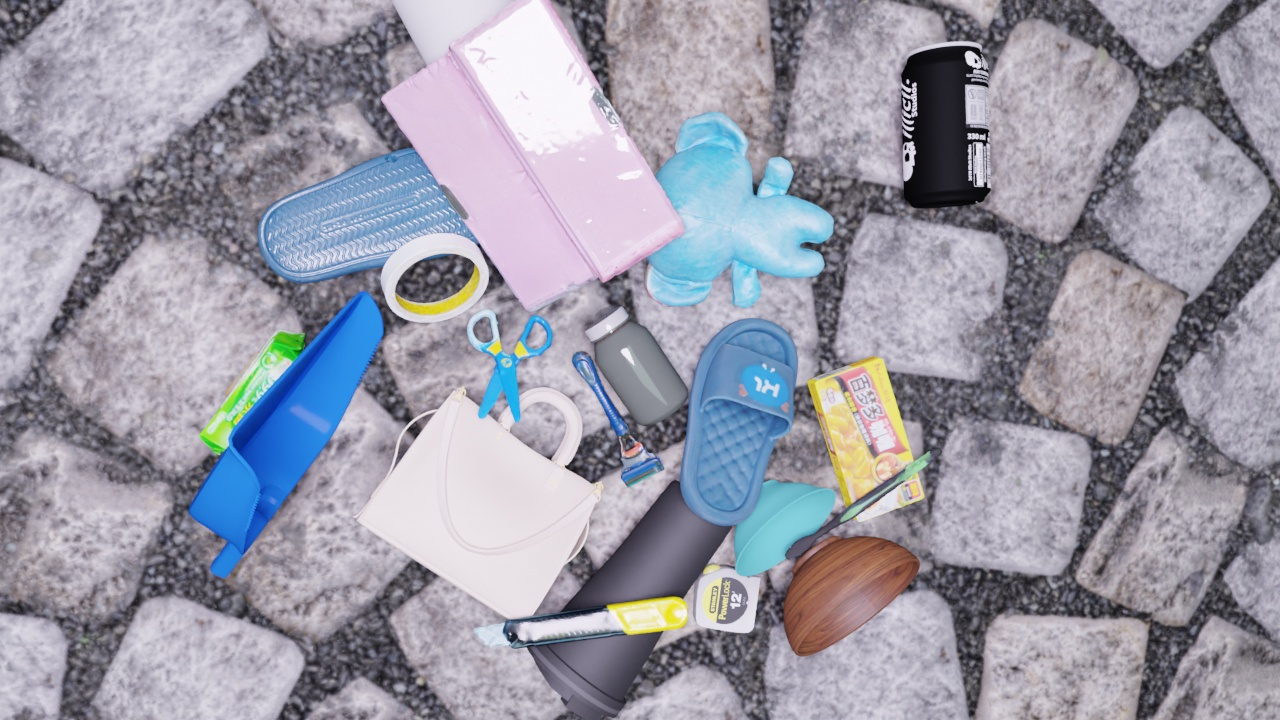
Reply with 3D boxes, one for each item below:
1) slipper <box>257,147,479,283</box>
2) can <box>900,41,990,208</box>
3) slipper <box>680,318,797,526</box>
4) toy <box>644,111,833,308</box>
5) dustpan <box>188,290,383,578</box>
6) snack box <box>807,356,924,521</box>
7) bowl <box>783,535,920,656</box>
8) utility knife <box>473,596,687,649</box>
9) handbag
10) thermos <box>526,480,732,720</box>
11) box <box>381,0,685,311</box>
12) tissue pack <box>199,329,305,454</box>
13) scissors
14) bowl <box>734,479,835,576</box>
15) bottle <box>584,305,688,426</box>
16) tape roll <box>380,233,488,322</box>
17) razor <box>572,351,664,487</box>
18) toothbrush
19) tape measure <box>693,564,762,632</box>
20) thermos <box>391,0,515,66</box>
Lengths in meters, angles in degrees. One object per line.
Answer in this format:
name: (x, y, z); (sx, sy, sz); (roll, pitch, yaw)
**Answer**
slipper: (-0.234, -0.129, 0.826); (0.213, 0.059, 0.104); (-18, 90, -20)
can: (0.295, -0.224, 0.887); (0.080, 0.080, 0.146); (-3, 94, -9)
slipper: (0.094, 0.050, 0.858); (0.104, 0.059, 0.213); (26, 64, -12)
toy: (0.087, -0.128, 0.850); (0.181, 0.114, 0.183); (15, 100, 12)
dustpan: (-0.319, 0.093, 0.777); (0.059, 0.245, 0.258); (37, 117, -13)
snack box: (0.227, 0.079, 0.923); (0.075, 0.025, 0.152); (-19, 96, -7)
bowl: (0.190, 0.213, 0.888); (0.147, 0.147, 0.069); (-34, 59, -5)
utility knife: (-0.051, 0.229, 0.798); (0.186, 0.020, 0.028); (-4, 78, -8)
handbag: (-0.130, 0.110, 0.846); (0.194, 0.101, 0.197); (36, 76, -9)
thermos: (-0.006, 0.221, 0.863); (0.106, 0.106, 0.218); (39, 82, -9)
box: (-0.091, -0.164, 0.775); (0.180, 0.050, 0.233); (-29, 109, 17)
tissue pack: (-0.336, 0.023, 0.801); (0.034, 0.099, 0.114); (36, 88, -20)
scissors: (-0.132, 0.002, 0.838); (0.097, 0.020, 0.132); (18, 54, 3)
bowl: (0.127, 0.151, 0.889); (0.121, 0.121, 0.046); (-37, 58, -5)
bottle: (-0.005, 0.005, 0.866); (0.060, 0.060, 0.108); (-35, 98, -5)
tape roll: (-0.184, -0.073, 0.823); (0.094, 0.094, 0.019); (-23, 56, -7)
razor: (-0.026, 0.052, 0.887); (0.044, 0.018, 0.141); (-27, 94, 11)
toothbrush: (0.220, 0.142, 0.907); (0.188, 0.017, 0.014); (-34, 71, -3)
tape measure: (0.086, 0.236, 0.915); (0.065, 0.017, 0.064); (7, 92, -9)
thermos: (-0.157, -0.309, 0.800); (0.131, 0.131, 0.222); (-24, 104, -7)
